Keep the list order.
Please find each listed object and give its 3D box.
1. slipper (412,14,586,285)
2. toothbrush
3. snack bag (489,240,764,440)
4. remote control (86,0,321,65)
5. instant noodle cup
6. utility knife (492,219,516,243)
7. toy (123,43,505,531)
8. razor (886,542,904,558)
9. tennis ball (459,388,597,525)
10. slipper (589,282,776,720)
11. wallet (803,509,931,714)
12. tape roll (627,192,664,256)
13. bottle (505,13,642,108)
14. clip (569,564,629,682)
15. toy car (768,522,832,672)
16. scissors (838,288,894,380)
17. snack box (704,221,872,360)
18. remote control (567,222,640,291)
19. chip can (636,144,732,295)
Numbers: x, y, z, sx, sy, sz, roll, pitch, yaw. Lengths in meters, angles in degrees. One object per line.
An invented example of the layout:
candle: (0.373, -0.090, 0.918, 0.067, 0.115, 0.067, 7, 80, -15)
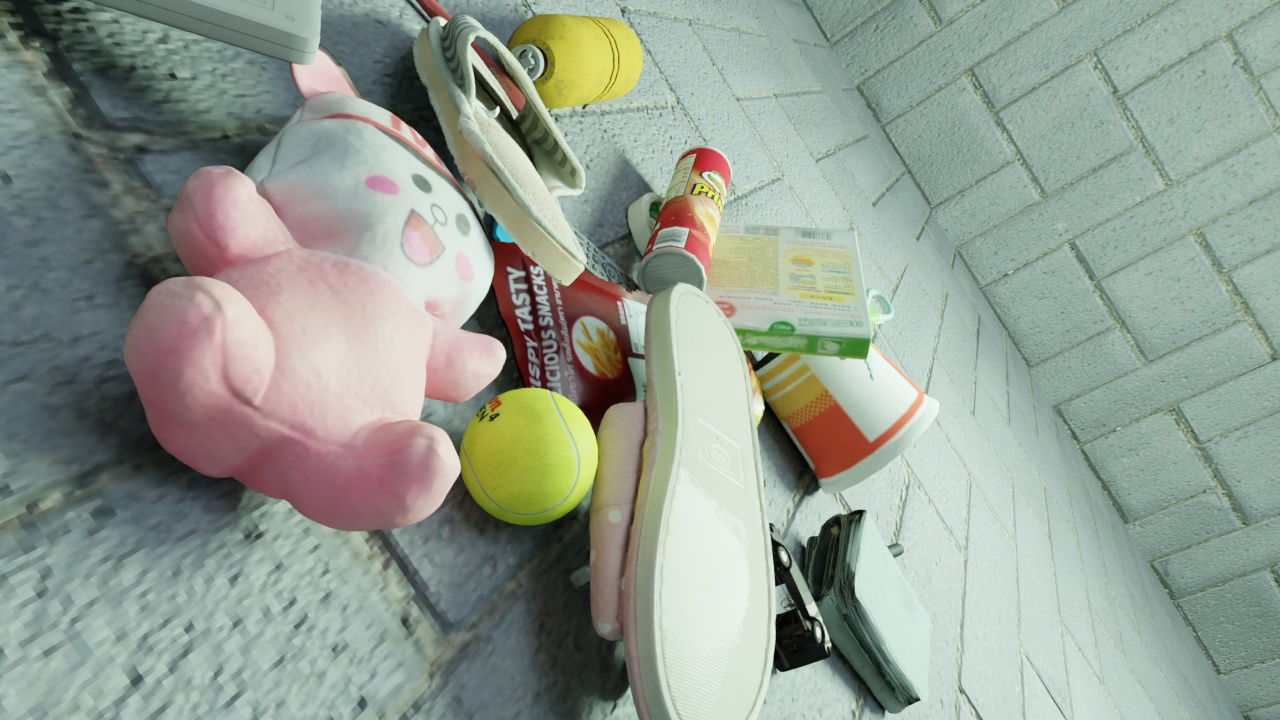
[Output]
slipper: (-0.077, -0.133, 0.529, 0.114, 0.054, 0.272, 53, 8, -40)
toothbrush: (-0.141, -0.238, 0.642, 0.190, 0.016, 0.016, 45, 34, -26)
snack bag: (-0.003, 0.003, 0.575, 0.207, 0.067, 0.138, 17, 52, -50)
remote control: (-0.210, -0.165, 0.377, 0.151, 0.019, 0.074, 11, 39, -27)
instant noodle cup: (0.168, 0.029, 0.796, 0.121, 0.124, 0.123, 50, 26, -1)
utility knife: (-0.081, -0.108, 0.612, 0.031, 0.015, 0.185, 36, 35, -30)
toy: (-0.123, -0.035, 0.383, 0.142, 0.084, 0.212, 42, 32, -32)
razor: (0.212, 0.177, 0.818, 0.144, 0.022, 0.043, 6, 99, -64)
tennis ball: (-0.053, 0.046, 0.438, 0.065, 0.065, 0.065, 41, 31, -32)
slipper: (0.020, 0.072, 0.487, 0.114, 0.055, 0.273, 41, 38, -34)
wallet: (0.178, 0.193, 0.706, 0.131, 0.054, 0.100, 53, 36, -16)
tape roll: (0.025, -0.099, 0.783, 0.094, 0.018, 0.093, 41, 31, -32)
bottle: (-0.058, -0.238, 0.729, 0.071, 0.071, 0.163, 56, 26, -5)
clip: (0.008, 0.105, 0.529, 0.115, 0.028, 0.162, 58, 25, 2)
toy car: (0.091, 0.153, 0.601, 0.037, 0.040, 0.092, -6, 70, -64)
scissors: (0.172, -0.037, 0.763, 0.093, 0.032, 0.174, 38, 26, -1)
snack box: (0.113, -0.062, 0.747, 0.167, 0.132, 0.027, -79, 172, -54)
remote control: (-0.027, -0.063, 0.657, 0.136, 0.013, 0.033, 41, 31, -32)
chip can: (0.040, -0.114, 0.742, 0.052, 0.052, 0.214, 49, 28, -19)
